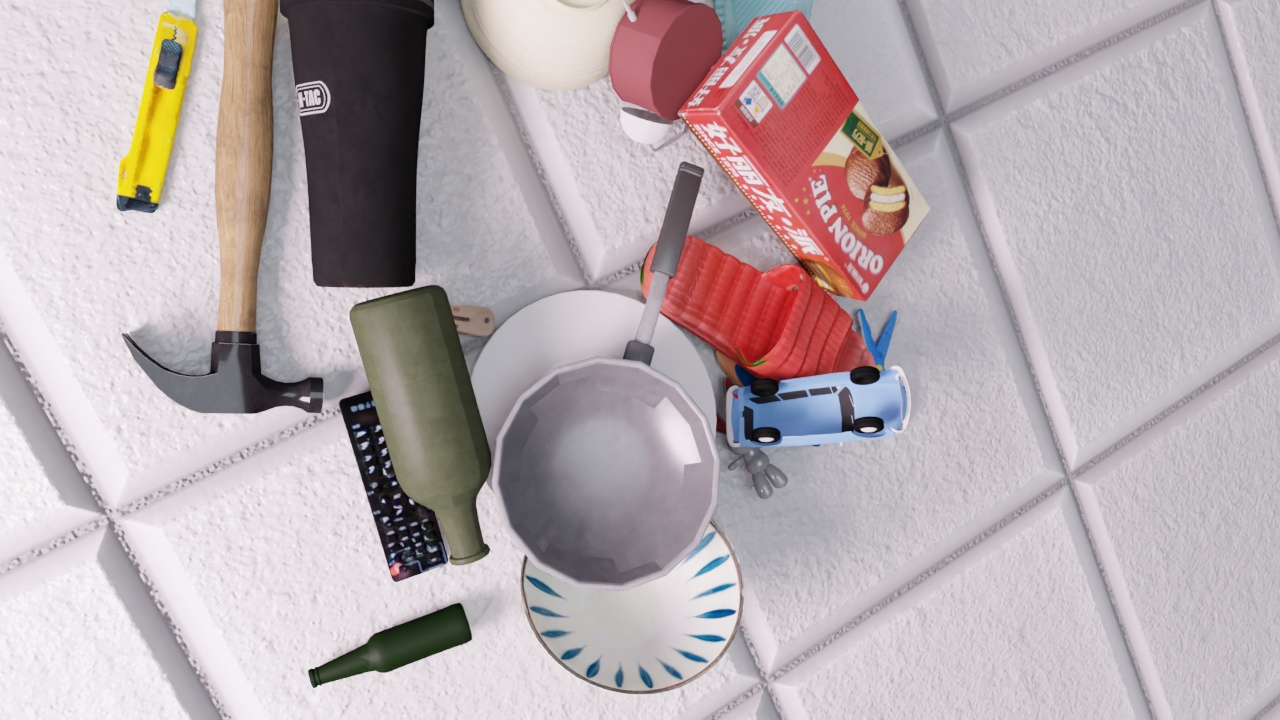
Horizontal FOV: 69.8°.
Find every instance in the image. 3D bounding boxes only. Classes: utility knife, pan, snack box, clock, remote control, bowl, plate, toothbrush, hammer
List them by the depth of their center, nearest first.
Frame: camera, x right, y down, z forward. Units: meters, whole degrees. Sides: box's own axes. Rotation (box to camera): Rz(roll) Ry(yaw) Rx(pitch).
[{"bbox_3d":[-0.338,-0.211,0.654,0.030,0.019,0.217,13,84,-30],"label":"utility knife"},{"bbox_3d":[-0.294,-0.115,0.663,0.132,0.040,0.305,2,91,-24],"label":"hammer"},{"bbox_3d":[-0.193,0.095,0.717,0.047,0.022,0.150,-17,100,-20],"label":"remote control"},{"bbox_3d":[-0.061,-0.297,0.721,0.150,0.075,0.151,-1,92,-20],"label":"bowl"},{"bbox_3d":[-0.004,0.004,0.736,0.178,0.041,0.356,18,77,-10],"label":"pan"},{"bbox_3d":[0.020,-0.236,0.744,0.096,0.048,0.138,-39,146,-31],"label":"clock"},{"bbox_3d":[-0.010,0.193,0.746,0.177,0.071,0.177,5,52,-6],"label":"bowl"},{"bbox_3d":[-0.039,0.044,0.757,0.208,0.015,0.208,3,77,-13],"label":"plate"},{"bbox_3d":[0.147,-0.167,0.785,0.236,0.060,0.113,43,78,-32],"label":"snack box"},{"bbox_3d":[0.115,0.033,0.834,0.135,0.017,0.021,43,74,-13],"label":"toothbrush"}]

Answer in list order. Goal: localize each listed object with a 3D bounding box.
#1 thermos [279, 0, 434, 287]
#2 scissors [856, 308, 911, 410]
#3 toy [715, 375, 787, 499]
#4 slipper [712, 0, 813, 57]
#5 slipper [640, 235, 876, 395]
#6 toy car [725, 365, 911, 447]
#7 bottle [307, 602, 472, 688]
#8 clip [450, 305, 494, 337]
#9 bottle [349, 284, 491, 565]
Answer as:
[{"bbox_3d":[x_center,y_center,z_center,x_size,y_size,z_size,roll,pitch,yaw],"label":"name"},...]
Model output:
[{"bbox_3d":[-0.202,-0.164,0.664,0.105,0.106,0.218,-2,98,-21],"label":"thermos"},{"bbox_3d":[0.215,0.011,0.873,0.110,0.018,0.131,-20,99,-22],"label":"scissors"},{"bbox_3d":[0.091,0.071,0.817,0.049,0.030,0.111,-34,93,-12],"label":"toy"},{"bbox_3d":[0.113,-0.362,0.790,0.116,0.069,0.276,-1,93,-18],"label":"slipper"},{"bbox_3d":[0.117,-0.034,0.801,0.248,0.059,0.103,31,72,-15],"label":"slipper"},{"bbox_3d":[0.148,0.043,0.766,0.055,0.154,0.056,42,45,-59],"label":"toy car"},{"bbox_3d":[-0.194,0.225,0.714,0.122,0.033,0.033,-16,98,-19],"label":"bottle"},{"bbox_3d":[-0.148,-0.032,0.729,0.061,0.049,0.025,4,89,-61],"label":"clip"},{"bbox_3d":[-0.154,0.051,0.682,0.071,0.071,0.207,-17,100,-19],"label":"bottle"}]
